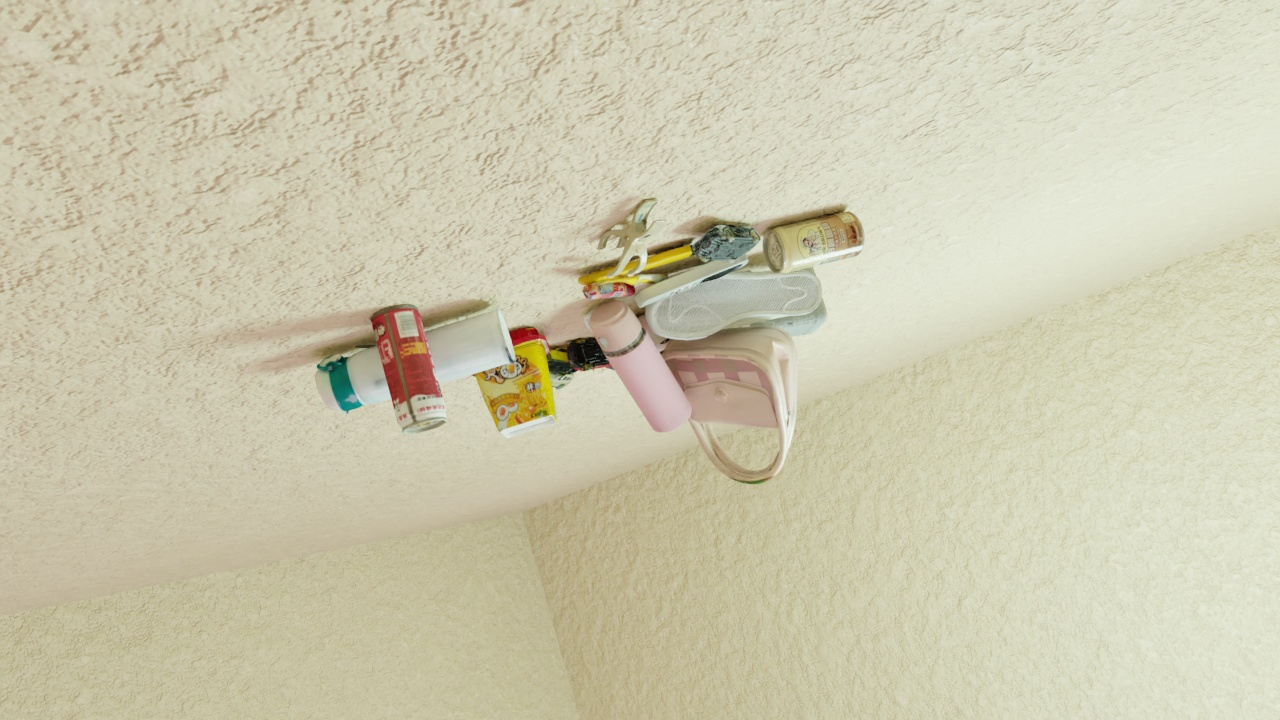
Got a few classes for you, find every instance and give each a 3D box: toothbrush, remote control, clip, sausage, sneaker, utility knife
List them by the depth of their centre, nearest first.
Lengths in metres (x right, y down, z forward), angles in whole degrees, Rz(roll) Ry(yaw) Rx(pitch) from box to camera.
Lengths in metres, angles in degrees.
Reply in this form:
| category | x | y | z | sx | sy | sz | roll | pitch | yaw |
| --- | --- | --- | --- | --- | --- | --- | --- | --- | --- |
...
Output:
| category | x | y | z | sx | sy | sz | roll | pitch | yaw |
| --- | --- | --- | --- | --- | --- | --- | --- | --- | --- |
| clip | -0.013 | -0.137 | 0.959 | 0.034 | 0.084 | 0.105 | -9 | 141 | -32 |
| utility knife | 0.000 | -0.114 | 1.077 | 0.153 | 0.015 | 0.033 | -16 | 178 | -6 |
| toothbrush | -0.006 | -0.093 | 1.098 | 0.016 | 0.018 | 0.191 | -14 | -179 | 26 |
| sausage | -0.036 | -0.085 | 1.105 | 0.020 | 0.020 | 0.155 | -22 | 178 | 20 |
| remote control | 0.065 | -0.102 | 1.163 | 0.150 | 0.021 | 0.058 | -22 | 179 | -8 |
| sneaker | 0.120 | -0.084 | 1.254 | 0.242 | 0.089 | 0.091 | -9 | -170 | -10 |

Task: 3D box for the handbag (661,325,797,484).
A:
| category | x | y | z | sx | sy | sz | roll | pitch | yaw |
| --- | --- | --- | --- | --- | --- | --- | --- | --- | --- |
| handbag | 0.137 | 0.069 | 1.311 | 0.194 | 0.234 | 0.093 | 2 | -154 | 39 |

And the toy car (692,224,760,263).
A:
| category | x | y | z | sx | sy | sz | roll | pitch | yaw |
| --- | --- | --- | --- | --- | --- | --- | --- | --- | --- |
| toy car | 0.100 | -0.138 | 1.070 | 0.049 | 0.031 | 0.105 | -36 | 164 | 31 |

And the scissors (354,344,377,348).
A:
| category | x | y | z | sx | sy | sz | roll | pitch | yaw |
| --- | --- | --- | --- | --- | --- | --- | --- | --- | --- |
| scissors | -0.282 | -0.014 | 1.140 | 0.162 | 0.012 | 0.176 | -9 | 164 | -32 |

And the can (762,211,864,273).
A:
| category | x | y | z | sx | sy | sz | roll | pitch | yaw |
| --- | --- | --- | --- | --- | --- | --- | --- | --- | --- |
| can | 0.216 | -0.147 | 1.142 | 0.116 | 0.058 | 0.059 | -14 | 168 | -16 |

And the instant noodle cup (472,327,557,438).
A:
| category | x | y | z | sx | sy | sz | roll | pitch | yaw |
| --- | --- | --- | --- | --- | --- | --- | --- | --- | --- |
| instant noodle cup | -0.169 | 0.033 | 1.249 | 0.116 | 0.123 | 0.116 | -17 | 169 | -4 |

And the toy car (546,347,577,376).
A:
| category | x | y | z | sx | sy | sz | roll | pitch | yaw |
| --- | --- | --- | --- | --- | --- | --- | --- | --- | --- |
| toy car | -0.130 | -0.002 | 1.376 | 0.105 | 0.032 | 0.048 | 9 | 154 | -41 |

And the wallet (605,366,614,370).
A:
| category | x | y | z | sx | sy | sz | roll | pitch | yaw |
| --- | --- | --- | --- | --- | --- | --- | --- | --- | --- |
| wallet | -0.017 | 0.008 | 1.486 | 0.121 | 0.019 | 0.097 | 15 | 166 | 1 |

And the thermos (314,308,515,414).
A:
| category | x | y | z | sx | sy | sz | roll | pitch | yaw |
| --- | --- | --- | --- | --- | --- | --- | --- | --- | --- |
| thermos | -0.264 | 0.001 | 1.070 | 0.224 | 0.073 | 0.073 | -17 | 168 | -1 |

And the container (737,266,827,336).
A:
| category | x | y | z | sx | sy | sz | roll | pitch | yaw |
| --- | --- | --- | --- | --- | --- | --- | --- | --- | --- |
| container | 0.203 | -0.079 | 1.371 | 0.114 | 0.090 | 0.090 | -12 | 167 | -9 |

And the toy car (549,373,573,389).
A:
| category | x | y | z | sx | sy | sz | roll | pitch | yaw |
| --- | --- | --- | --- | --- | --- | --- | --- | --- | --- |
| toy car | -0.137 | 0.019 | 1.435 | 0.035 | 0.042 | 0.090 | -32 | 166 | 17 |

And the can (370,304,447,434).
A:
| category | x | y | z | sx | sy | sz | roll | pitch | yaw |
| --- | --- | --- | --- | --- | --- | --- | --- | --- | --- |
| can | -0.251 | 0.010 | 0.997 | 0.053 | 0.132 | 0.053 | -17 | 168 | -4 |

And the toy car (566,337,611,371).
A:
| category | x | y | z | sx | sy | sz | roll | pitch | yaw |
| --- | --- | --- | --- | --- | --- | --- | --- | --- | --- |
| toy car | -0.066 | -0.010 | 1.384 | 0.106 | 0.049 | 0.031 | -10 | 164 | -39 |

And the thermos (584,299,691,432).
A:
| category | x | y | z | sx | sy | sz | roll | pitch | yaw |
| --- | --- | --- | --- | --- | --- | --- | --- | --- | --- |
| thermos | -0.007 | 0.007 | 1.257 | 0.087 | 0.198 | 0.067 | 5 | -132 | 47 |

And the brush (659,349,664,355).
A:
| category | x | y | z | sx | sy | sz | roll | pitch | yaw |
| --- | --- | --- | --- | --- | --- | --- | --- | --- | --- |
| brush | 0.089 | -0.037 | 1.478 | 0.146 | 0.063 | 0.072 | -28 | -166 | 34 |

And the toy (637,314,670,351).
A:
| category | x | y | z | sx | sy | sz | roll | pitch | yaw |
| --- | --- | --- | --- | --- | --- | --- | --- | --- | --- |
| toy | 0.032 | -0.045 | 1.370 | 0.159 | 0.054 | 0.122 | -18 | 168 | -39 |
